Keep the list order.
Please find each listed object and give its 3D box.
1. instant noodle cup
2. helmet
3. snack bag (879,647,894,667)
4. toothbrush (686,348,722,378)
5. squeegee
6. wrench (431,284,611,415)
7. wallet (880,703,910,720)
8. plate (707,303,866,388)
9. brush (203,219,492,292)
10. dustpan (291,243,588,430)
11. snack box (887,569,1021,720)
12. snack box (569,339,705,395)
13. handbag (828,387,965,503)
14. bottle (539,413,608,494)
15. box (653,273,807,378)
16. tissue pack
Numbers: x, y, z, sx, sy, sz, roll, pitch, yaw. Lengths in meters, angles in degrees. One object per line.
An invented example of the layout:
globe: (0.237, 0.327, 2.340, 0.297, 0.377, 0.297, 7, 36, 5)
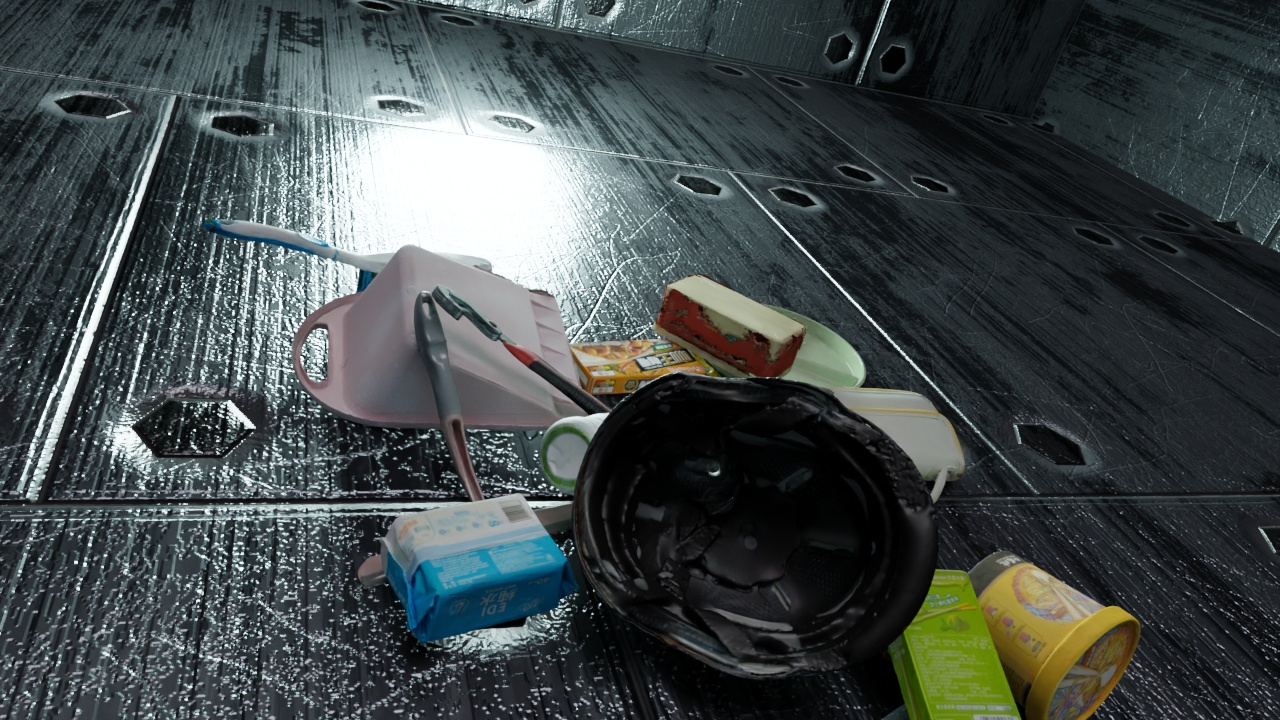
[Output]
instant noodle cup: (0.331, 0.231, 0.773, 0.118, 0.119, 0.114, -6, 28, -33)
helmet: (0.084, 0.133, 0.748, 0.274, 0.229, 0.157, 12, -12, 4)
snack bag: (0.233, 0.239, 0.790, 0.048, 0.026, 0.103, 50, 37, 1)
toothbrush: (0.087, 0.011, 1.120, 0.016, 0.018, 0.191, -5, 36, -36)
squeegee: (-0.166, 0.055, 0.825, 0.247, 0.040, 0.249, -9, 73, -36)
wrench: (-0.095, 0.010, 0.903, 0.273, 0.016, 0.056, 39, 8, -27)
wallet: (0.252, 0.304, 0.700, 0.097, 0.019, 0.121, -12, 43, -40)
plate: (0.179, -0.011, 1.193, 0.230, 0.028, 0.229, 11, 30, -6)
brush: (-0.314, -0.100, 1.028, 0.314, 0.110, 0.060, -1, 35, -23)
dustpan: (-0.211, -0.005, 0.974, 0.273, 0.139, 0.222, 26, 30, -33)
snack box: (0.240, 0.238, 0.717, 0.085, 0.026, 0.156, 8, 48, -20)
snack box: (-0.006, 0.006, 1.075, 0.153, 0.026, 0.075, -3, 35, -30)
handbag: (0.284, 0.102, 1.024, 0.163, 0.063, 0.178, 3, 35, -18)
bottle: (-0.015, 0.081, 0.868, 0.068, 0.068, 0.196, 31, 15, 25)
box: (0.109, -0.046, 1.110, 0.168, 0.080, 0.091, 29, 31, 23)
tissue pack: (-0.126, 0.161, 0.714, 0.139, 0.063, 0.090, -6, 36, -35)
